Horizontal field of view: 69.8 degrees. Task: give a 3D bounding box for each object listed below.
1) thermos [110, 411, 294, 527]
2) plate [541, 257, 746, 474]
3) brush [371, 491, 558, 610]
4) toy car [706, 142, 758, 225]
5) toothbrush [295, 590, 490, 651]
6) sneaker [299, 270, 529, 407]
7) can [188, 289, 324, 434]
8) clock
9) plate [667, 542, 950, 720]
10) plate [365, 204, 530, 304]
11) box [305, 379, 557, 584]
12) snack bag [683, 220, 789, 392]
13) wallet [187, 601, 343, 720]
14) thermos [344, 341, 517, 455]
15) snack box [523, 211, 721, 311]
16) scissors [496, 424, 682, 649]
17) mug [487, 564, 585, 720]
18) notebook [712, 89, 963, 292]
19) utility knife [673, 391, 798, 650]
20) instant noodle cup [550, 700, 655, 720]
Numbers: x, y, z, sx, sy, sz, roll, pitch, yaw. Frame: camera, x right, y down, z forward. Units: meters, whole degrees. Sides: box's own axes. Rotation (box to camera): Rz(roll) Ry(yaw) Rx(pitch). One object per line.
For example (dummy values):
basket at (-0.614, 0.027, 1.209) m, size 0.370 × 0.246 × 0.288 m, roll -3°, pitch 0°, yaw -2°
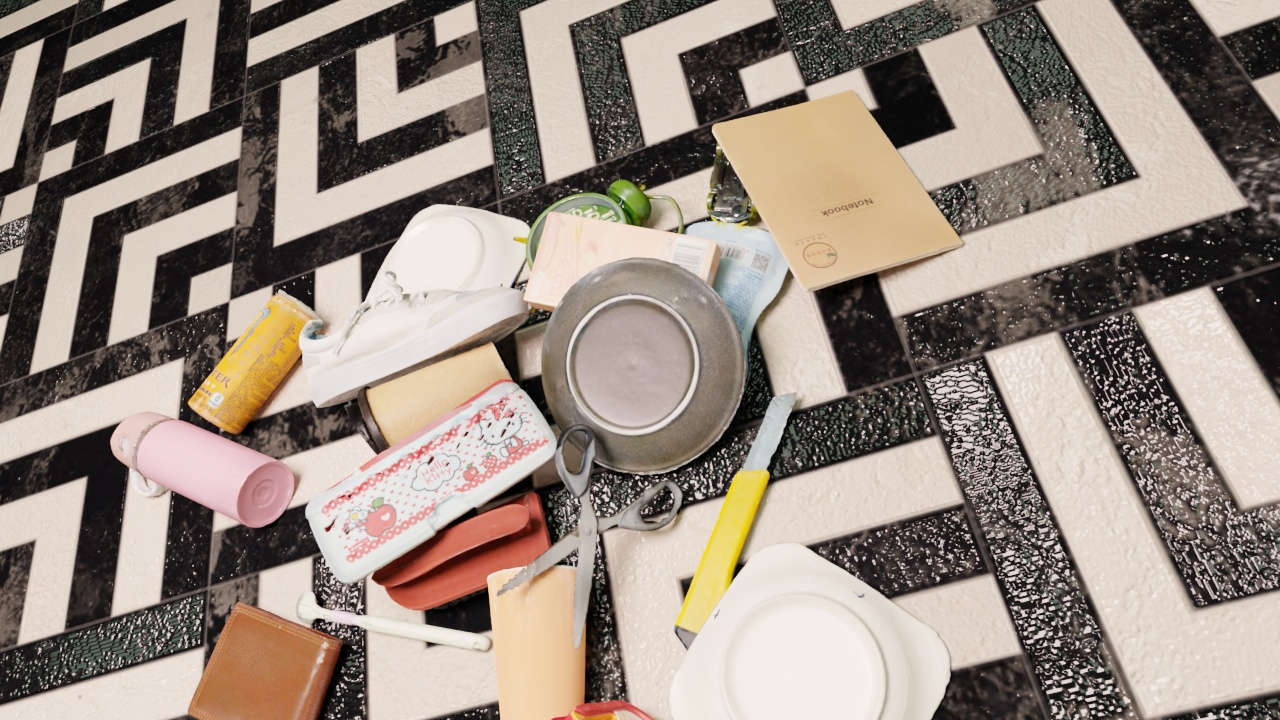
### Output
thermos at (-0.431, 0.110, 0.890) m, size 0.199 × 0.067 × 0.087 m, roll 14°, pitch 98°, yaw 26°
plate at (-0.004, 0.004, 0.748) m, size 0.180 × 0.024 × 0.179 m, roll 0°, pitch 90°, yaw 20°
brush at (-0.144, 0.159, 0.749) m, size 0.146 × 0.069 × 0.063 m, roll -23°, pitch 57°, yaw 7°
toy car at (0.091, -0.167, 0.856) m, size 0.048 × 0.032 × 0.105 m, roll 5°, pitch 65°, yaw 14°
toothbrush at (-0.210, 0.222, 0.771) m, size 0.190 × 0.020 × 0.029 m, roll 4°, pitch 95°, yaw 21°
sneaker at (-0.215, -0.036, 0.850) m, size 0.243 × 0.089 × 0.090 m, roll -20°, pitch 88°, yaw 20°
can at (-0.388, 0.002, 0.931) m, size 0.058 × 0.058 × 0.145 m, roll 26°, pitch 74°, yaw 30°
clock at (-0.036, -0.107, 0.858) m, size 0.161 × 0.056 × 0.116 m, roll -22°, pitch 59°, yaw 8°
plate at (0.113, 0.220, 0.634) m, size 0.164 × 0.034 × 0.163 m, roll 30°, pitch 76°, yaw 25°
plate at (-0.203, -0.092, 0.927) m, size 0.164 × 0.034 × 0.163 m, roll 13°, pitch 69°, yaw 26°
box at (-0.162, 0.105, 0.748) m, size 0.201 × 0.095 × 0.100 m, roll -33°, pitch 44°, yaw -10°
snack bag at (0.055, -0.031, 0.795) m, size 0.110 × 0.039 × 0.190 m, roll 16°, pitch 72°, yaw 19°
wallet at (-0.316, 0.271, 0.779) m, size 0.125 × 0.032 × 0.101 m, roll 10°, pitch 70°, yaw 25°
thermos at (-0.181, 0.041, 0.819) m, size 0.143 × 0.093 × 0.093 m, roll -29°, pitch 57°, yaw -5°
snack box at (-0.016, -0.073, 0.787) m, size 0.157 × 0.026 × 0.084 m, roll 13°, pitch 82°, yaw 18°
scissors at (-0.036, 0.129, 0.703) m, size 0.159 × 0.014 × 0.181 m, roll 3°, pitch 62°, yaw -22°
mug at (-0.075, 0.223, 0.690) m, size 0.078 × 0.078 × 0.122 m, roll -11°, pitch 65°, yaw 15°
notebook at (0.168, -0.157, 0.812) m, size 0.147 × 0.008 × 0.207 m, roll -17°, pitch 57°, yaw -9°
utility knife at (0.078, 0.122, 0.716) m, size 0.033 × 0.015 × 0.223 m, roll 18°, pitch 72°, yaw 22°
instant noodle cup at (-0.022, 0.308, 0.605) m, size 0.116 × 0.116 × 0.124 m, roll 27°, pitch 87°, yaw 30°
